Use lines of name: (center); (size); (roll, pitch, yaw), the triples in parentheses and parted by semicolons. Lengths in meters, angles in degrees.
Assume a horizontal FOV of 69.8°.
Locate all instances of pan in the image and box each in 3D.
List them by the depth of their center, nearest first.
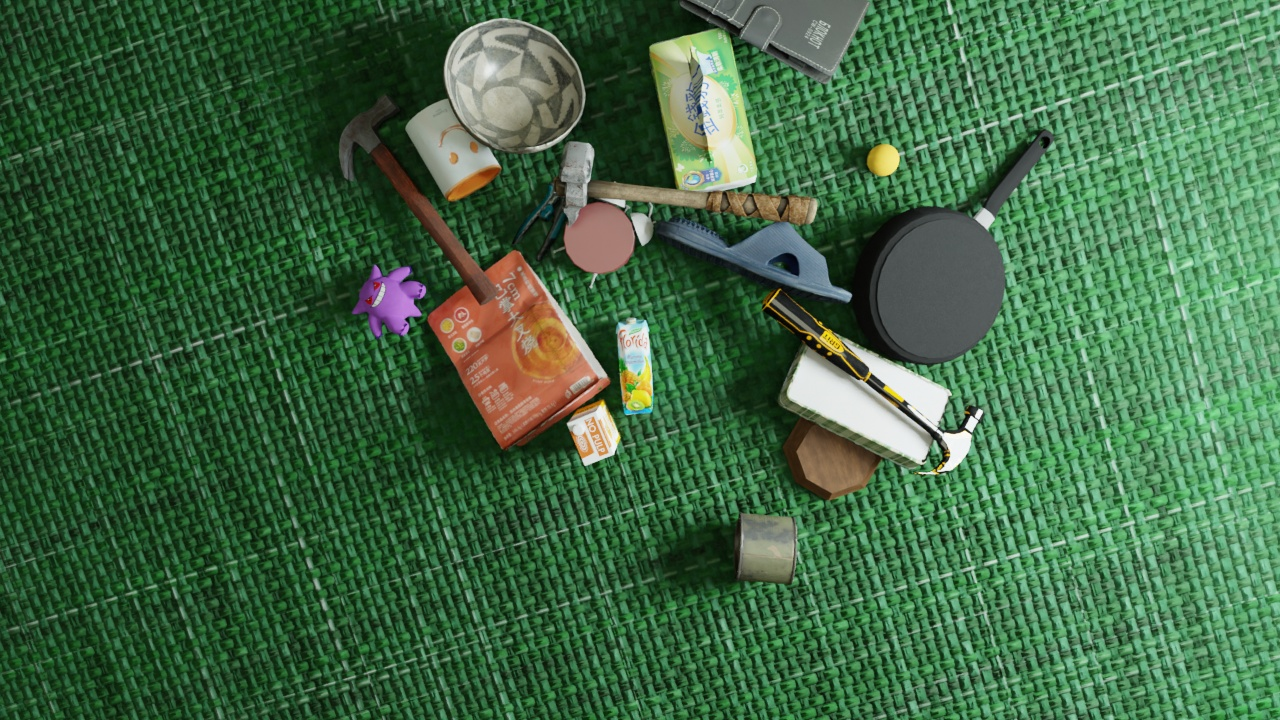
pan: (0.418, -0.152, 1.167); (0.204, 0.044, 0.355); (39, 91, -18)

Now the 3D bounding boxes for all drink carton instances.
drink carton: (-0.060, 0.092, 1.194); (0.040, 0.122, 0.058); (-22, 94, 5)
drink carton: (-0.007, 0.007, 1.225); (0.044, 0.038, 0.129); (-4, 95, 3)

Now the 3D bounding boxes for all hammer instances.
hammer: (0.053, -0.197, 1.116); (0.319, 0.122, 0.048); (6, 61, 2)
hammer: (0.283, 0.021, 1.160); (0.320, 0.036, 0.123); (38, 75, 1)
hammer: (-0.288, -0.199, 1.213); (0.111, 0.028, 0.300); (-38, 87, 7)

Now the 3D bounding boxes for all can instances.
can: (0.164, 0.249, 1.215); (0.074, 0.090, 0.090); (4, 96, 3)

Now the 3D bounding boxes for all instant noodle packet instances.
instant noodle packet: (-0.170, -0.015, 1.221); (0.164, 0.084, 0.221); (-36, 84, 10)

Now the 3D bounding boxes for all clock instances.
clock: (-0.044, -0.168, 1.205); (0.096, 0.048, 0.138); (44, 96, -2)

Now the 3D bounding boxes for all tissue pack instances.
tissue pack: (0.077, -0.308, 1.138); (0.120, 0.141, 0.197); (-18, 94, 4)

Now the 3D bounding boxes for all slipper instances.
slipper: (0.152, -0.146, 1.179); (0.263, 0.101, 0.082); (22, 89, 7)

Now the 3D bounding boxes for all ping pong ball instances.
ping pong ball: (0.312, -0.258, 1.181); (0.040, 0.040, 0.040); (0, 96, 3)

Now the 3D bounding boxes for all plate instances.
plate: (0.260, 0.124, 1.229); (0.131, 0.025, 0.131); (0, 96, 3)

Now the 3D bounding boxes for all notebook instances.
notebook: (0.169, -0.444, 1.138); (0.209, 0.030, 0.169); (28, 61, 2)

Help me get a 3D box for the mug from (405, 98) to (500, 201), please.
mug: (-0.243, -0.273, 1.189); (0.082, 0.082, 0.105); (-31, 92, 5)

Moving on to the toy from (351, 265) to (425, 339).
toy: (-0.336, -0.080, 1.227); (0.088, 0.056, 0.106); (24, 86, 4)

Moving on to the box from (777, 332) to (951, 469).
box: (0.291, 0.049, 1.195); (0.205, 0.050, 0.117); (25, 73, -1)

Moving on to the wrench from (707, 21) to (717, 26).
wrench: (0.021, -0.527, 1.183); (0.273, 0.018, 0.066); (35, 97, 0)

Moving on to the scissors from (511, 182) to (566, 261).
scissors: (-0.120, -0.201, 1.221); (0.144, 0.019, 0.126); (-14, 94, 2)

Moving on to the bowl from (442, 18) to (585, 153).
bowl: (-0.166, -0.337, 1.170); (0.178, 0.081, 0.178); (4, 78, -20)
